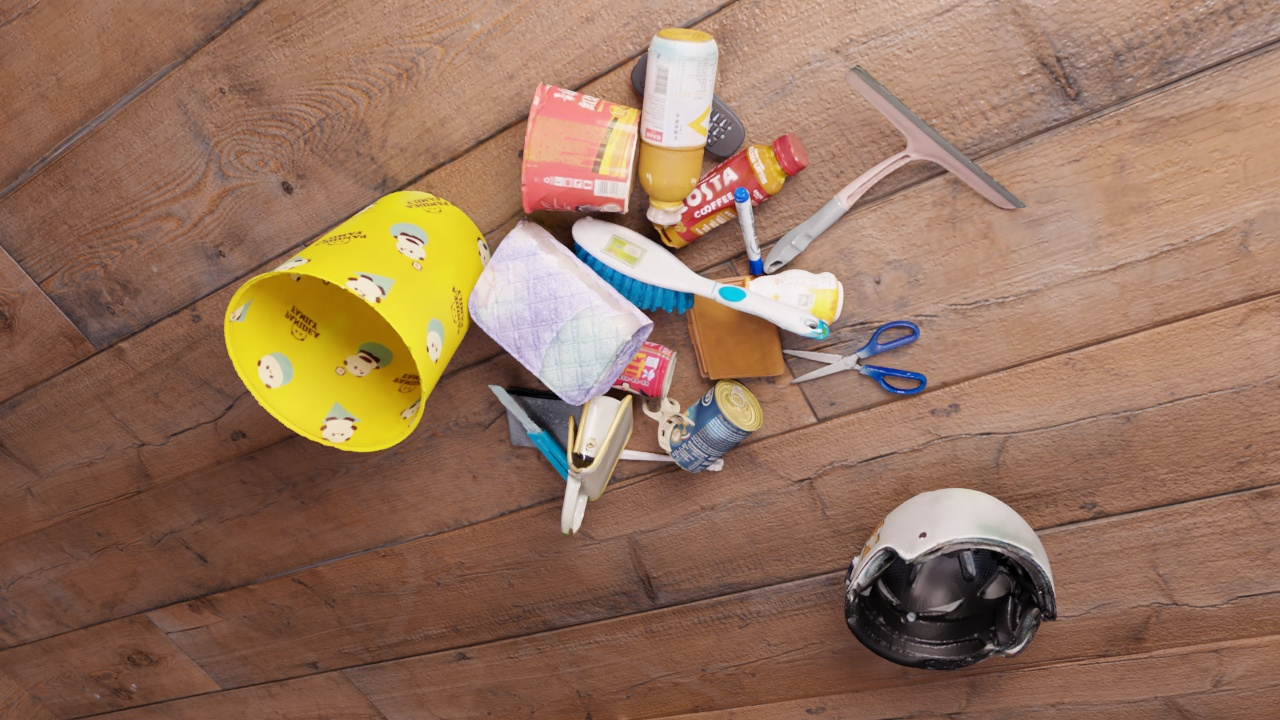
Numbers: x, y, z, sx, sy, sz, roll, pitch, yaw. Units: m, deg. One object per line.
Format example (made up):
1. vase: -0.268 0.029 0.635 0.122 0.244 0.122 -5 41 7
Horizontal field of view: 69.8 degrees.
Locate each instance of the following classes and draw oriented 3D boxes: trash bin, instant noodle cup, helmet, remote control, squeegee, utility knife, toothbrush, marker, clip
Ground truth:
1. trash bin: -0.303 -0.062 1.065 0.230 0.254 0.230 9 127 12
2. instant noodle cup: -0.059 -0.214 0.963 0.108 0.137 0.138 10 127 0
3. helmet: 0.378 0.255 1.138 0.230 0.156 0.275 20 138 1
4. remote control: 0.051 -0.266 0.953 0.136 0.024 0.053 39 124 -8
5. squeegee: 0.218 -0.167 0.962 0.247 0.040 0.250 29 136 -26
6. utility knife: -0.134 0.112 1.262 0.034 0.018 0.238 -16 127 30
7. toothbrush: 0.024 0.135 1.252 0.180 0.016 0.016 4 123 15
8. marker: 0.117 -0.137 0.985 0.017 0.016 0.146 3 154 16
9. clip: 0.033 0.072 1.151 0.034 0.100 0.071 35 101 -30

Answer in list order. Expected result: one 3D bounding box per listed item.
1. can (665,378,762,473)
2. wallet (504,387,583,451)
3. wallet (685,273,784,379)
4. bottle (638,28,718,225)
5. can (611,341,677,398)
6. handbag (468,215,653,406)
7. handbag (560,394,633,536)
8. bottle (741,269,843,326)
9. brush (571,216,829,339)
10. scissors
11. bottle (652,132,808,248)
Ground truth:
1. can: 0.090 0.085 1.158 0.075 0.075 0.111 38 127 -11
2. wallet: -0.126 0.085 1.265 0.121 0.019 0.097 7 128 12
3. wallet: 0.103 -0.036 1.093 0.119 0.035 0.131 -3 122 20
4. bottle: 0.034 -0.231 0.921 0.068 0.067 0.190 12 121 9
5. can: -0.007 0.007 1.139 0.094 0.066 0.067 14 127 7
6. handbag: -0.093 -0.053 1.045 0.194 0.075 0.134 41 117 10
7. handbag: -0.069 0.129 1.155 0.063 0.178 0.163 20 161 9
8. bottle: 0.167 -0.071 1.020 0.108 0.063 0.063 6 127 -2
9. brush: 0.055 -0.079 1.007 0.314 0.060 0.109 28 160 12
10. scissors: 0.262 0.004 1.086 0.164 0.012 0.163 37 128 -9
11. bottle: 0.094 -0.182 0.978 0.175 0.057 0.057 -27 113 31
